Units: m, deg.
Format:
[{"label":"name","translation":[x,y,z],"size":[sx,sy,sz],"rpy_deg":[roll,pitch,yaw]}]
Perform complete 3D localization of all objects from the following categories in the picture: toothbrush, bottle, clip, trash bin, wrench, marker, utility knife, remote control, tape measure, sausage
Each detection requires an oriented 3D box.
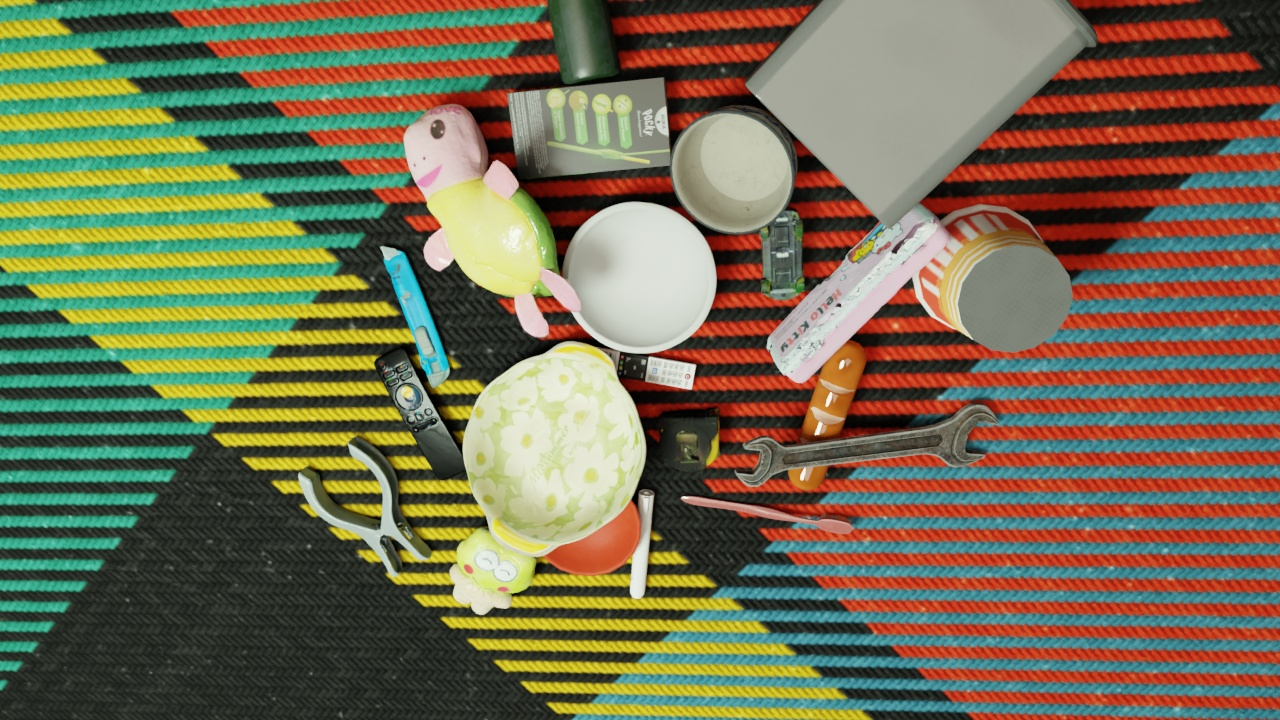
[{"label":"toothbrush","translation":[0.135,0.163,0.990],"size":[0.184,0.015,0.015],"rpy_deg":[9,109,6]},{"label":"bottle","translation":[-0.061,-0.340,0.818],"size":[0.055,0.055,0.174],"rpy_deg":[-9,106,9]},{"label":"clip","translation":[-0.281,0.151,1.020],"size":[0.143,0.029,0.172],"rpy_deg":[-40,101,18]},{"label":"trash bin","translation":[0.232,-0.260,0.793],"size":[0.192,0.097,0.220],"rpy_deg":[42,109,-9]},{"label":"wrench","translation":[0.228,0.087,0.919],"size":[0.273,0.010,0.070],"rpy_deg":[-6,113,-7]},{"label":"marker","translation":[0.001,0.205,1.012],"size":[0.017,0.020,0.134],"rpy_deg":[5,109,0]},{"label":"utility knife","translation":[-0.234,-0.046,0.956],"size":[0.031,0.015,0.158],"rpy_deg":[-17,105,6]},{"label":"remote control","translation":[-0.006,0.006,0.950],"size":[0.124,0.011,0.028],"rpy_deg":[10,109,3]},{"label":"tape measure","translation":[0.050,0.084,0.957],"size":[0.067,0.038,0.063],"rpy_deg":[-2,108,6]},{"label":"sausage","translation":[0.189,0.055,0.929],"size":[0.039,0.044,0.164],"rpy_deg":[17,110,5]},{"label":"remote control","translation":[-0.234,0.058,0.988],"size":[0.041,0.020,0.152],"rpy_deg":[-23,104,13]}]

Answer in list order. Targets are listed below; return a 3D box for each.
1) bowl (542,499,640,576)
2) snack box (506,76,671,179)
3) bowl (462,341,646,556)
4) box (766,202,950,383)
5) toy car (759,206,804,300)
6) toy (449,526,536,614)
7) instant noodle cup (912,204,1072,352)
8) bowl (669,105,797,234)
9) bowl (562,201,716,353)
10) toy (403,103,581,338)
[{"label":"bowl","translation":[-0.058,0.173,0.999],"size":[0.122,0.035,0.122],"rpy_deg":[2,109,5]},{"label":"snack box","translation":[-0.047,-0.220,0.871],"size":[0.148,0.025,0.080],"rpy_deg":[-4,108,7]},{"label":"bowl","translation":[-0.082,0.091,0.940],"size":[0.188,0.060,0.219],"rpy_deg":[19,86,15]},{"label":"box","translation":[0.200,-0.065,0.868],"size":[0.044,0.086,0.203],"rpy_deg":[38,109,-17]},{"label":"toy car","translation":[0.136,-0.103,0.886],"size":[0.042,0.036,0.091],"rpy_deg":[-4,107,6]},{"label":"toy","translation":[-0.170,0.240,1.030],"size":[0.092,0.046,0.115],"rpy_deg":[29,117,-7]},{"label":"instant noodle cup","translation":[0.322,-0.070,0.833],"size":[0.123,0.121,0.123],"rpy_deg":[2,109,5]},{"label":"bowl","translation":[0.091,-0.181,0.843],"size":[0.116,0.059,0.116],"rpy_deg":[12,125,17]},{"label":"bowl","translation":[0.000,-0.084,0.902],"size":[0.149,0.043,0.150],"rpy_deg":[2,109,6]},{"label":"toy","translation":[-0.143,-0.131,0.874],"size":[0.238,0.087,0.191],"rpy_deg":[53,144,-1]}]
